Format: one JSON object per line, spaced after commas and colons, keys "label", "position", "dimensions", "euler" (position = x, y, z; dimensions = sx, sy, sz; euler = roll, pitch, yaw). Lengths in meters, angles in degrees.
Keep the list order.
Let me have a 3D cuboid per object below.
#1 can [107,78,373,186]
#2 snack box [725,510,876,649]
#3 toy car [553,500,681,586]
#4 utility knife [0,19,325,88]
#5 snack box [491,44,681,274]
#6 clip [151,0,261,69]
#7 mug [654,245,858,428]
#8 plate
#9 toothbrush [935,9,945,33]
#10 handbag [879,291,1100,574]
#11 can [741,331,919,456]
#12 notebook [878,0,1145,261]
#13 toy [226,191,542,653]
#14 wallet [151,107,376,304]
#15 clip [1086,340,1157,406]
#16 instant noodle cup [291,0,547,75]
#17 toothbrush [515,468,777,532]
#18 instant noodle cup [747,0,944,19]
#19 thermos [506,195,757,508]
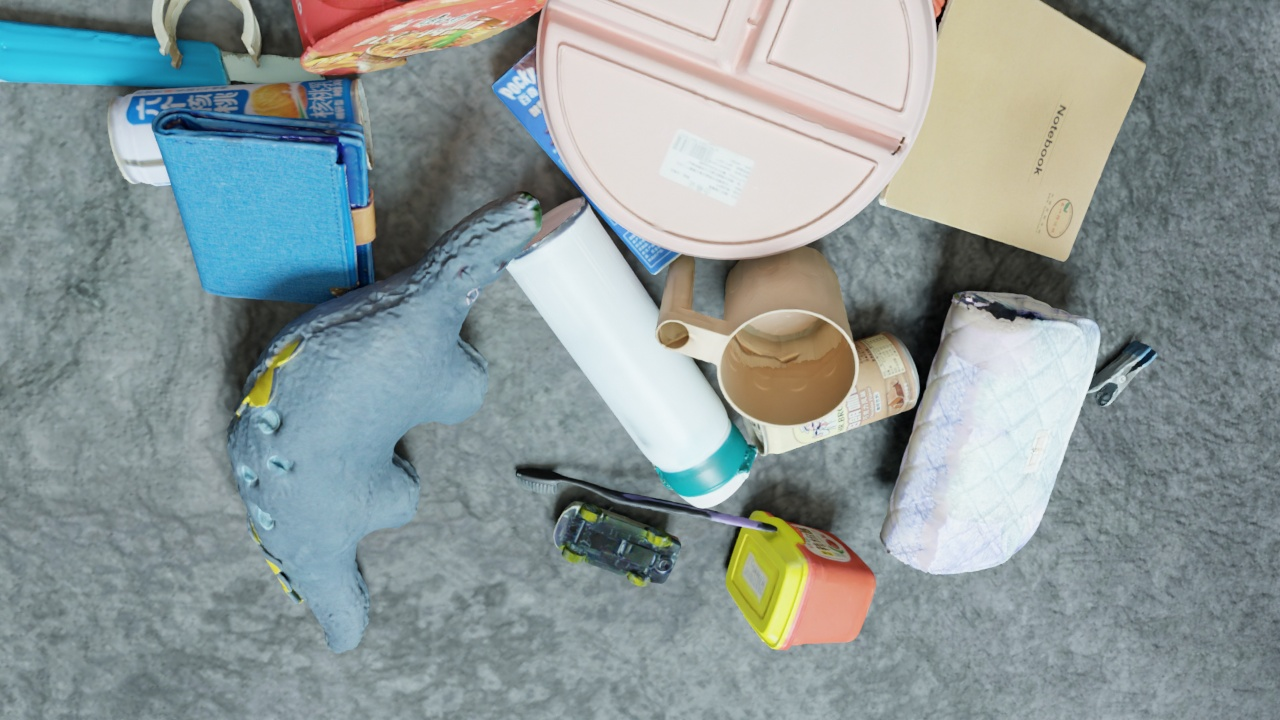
{"label": "can", "position": [-0.227, -0.132, 0.530], "dimensions": [0.134, 0.053, 0.053], "euler": [-6, 107, -9]}
{"label": "snack box", "position": [0.116, 0.162, 0.668], "dimensions": [0.080, 0.091, 0.082], "euler": [12, 103, -22]}
{"label": "toy car", "position": [-0.018, 0.130, 0.660], "dimensions": [0.090, 0.035, 0.042], "euler": [21, 100, -10]}
{"label": "utility knife", "position": [-0.284, -0.171, 0.526], "dimensions": [0.199, 0.018, 0.034], "euler": [1, 90, -13]}
{"label": "snack box", "position": [-0.009, -0.139, 0.576], "dimensions": [0.085, 0.026, 0.157], "euler": [-37, 109, 13]}
{"label": "clip", "position": [-0.230, -0.209, 0.512], "dimensions": [0.092, 0.035, 0.103], "euler": [19, 85, -13]}
{"label": "mug", "position": [0.073, -0.026, 0.587], "dimensions": [0.124, 0.103, 0.084], "euler": [17, 122, -4]}
{"label": "plate", "position": [0.052, -0.162, 0.522], "dimensions": [0.229, 0.028, 0.230], "euler": [3, 118, 5]}
{"label": "toothbrush", "position": [0.162, -0.158, 0.620], "dimensions": [0.017, 0.014, 0.189], "euler": [29, 100, -30]}
{"label": "handbag", "position": [0.249, 0.049, 0.649], "dimensions": [0.134, 0.075, 0.194], "euler": [0, 109, -33]}
{"label": "can", "position": [0.130, 0.023, 0.643], "dimensions": [0.116, 0.058, 0.058], "euler": [-18, 109, -5]}
{"label": "notebook", "position": [0.249, -0.153, 0.601], "dimensions": [0.207, 0.008, 0.148], "euler": [8, 106, -35]}
{"label": "toy", "position": [-0.174, 0.038, 0.565], "dimensions": [0.137, 0.091, 0.357], "euler": [21, 113, -21]}
{"label": "wallet", "position": [-0.207, -0.084, 0.525], "dimensions": [0.106, 0.040, 0.133], "euler": [2, 146, -11]}
{"label": "clip", "position": [0.367, 0.009, 0.705], "dimensions": [0.031, 0.025, 0.057], "euler": [38, 103, -13]}
{"label": "instant noodle cup", "position": [-0.129, -0.225, 0.483], "dimensions": [0.138, 0.138, 0.108], "euler": [-18, 102, -5]}
{"label": "toothbrush", "position": [0.004, 0.102, 0.647], "dimensions": [0.189, 0.014, 0.017], "euler": [12, 115, 0]}
{"label": "instant noodle cup", "position": [0.127, -0.265, 0.545], "dimensions": [0.164, 0.079, 0.189], "euler": [14, 102, -18]}
{"label": "thermos", "position": [-0.004, 0.004, 0.609], "dimensions": [0.073, 0.073, 0.224], "euler": [-35, 110, 1]}
